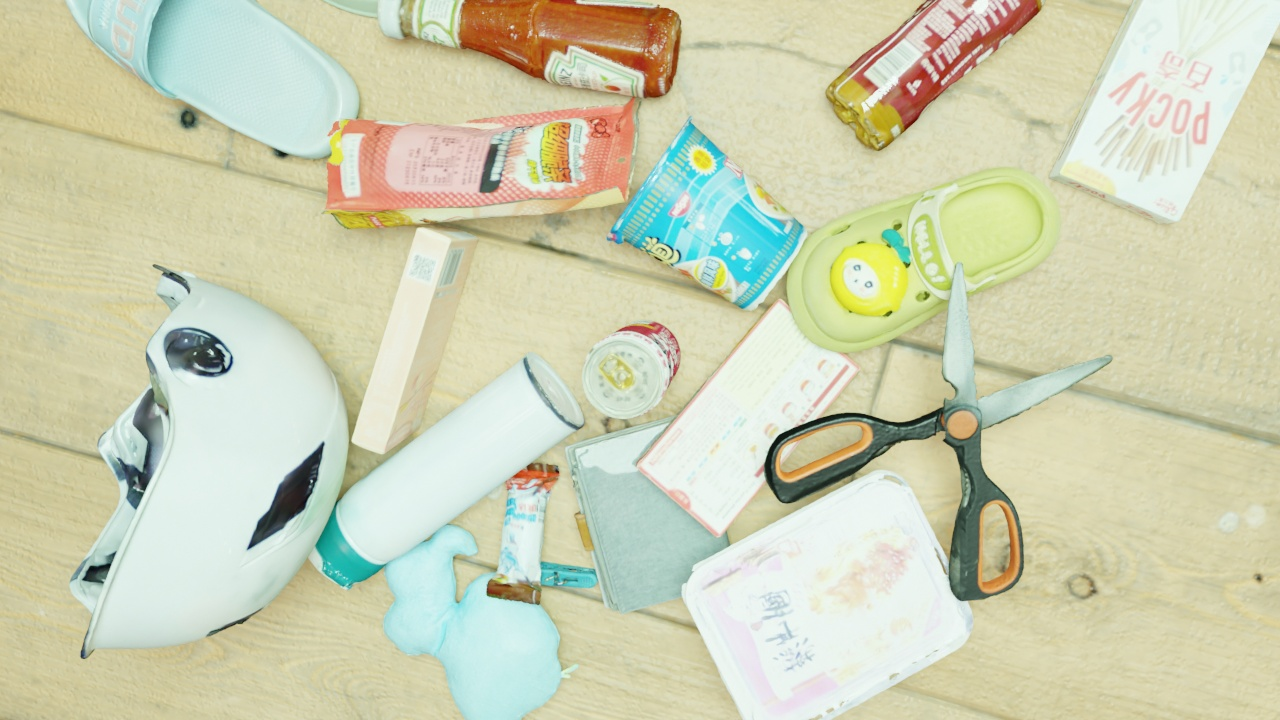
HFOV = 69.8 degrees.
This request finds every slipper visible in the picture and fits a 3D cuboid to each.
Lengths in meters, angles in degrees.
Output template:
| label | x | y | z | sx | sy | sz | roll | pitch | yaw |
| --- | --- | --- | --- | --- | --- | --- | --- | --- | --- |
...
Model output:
| label | x | y | z | sx | sy | sz | roll | pitch | yaw |
| --- | --- | --- | --- | --- | --- | --- | --- | --- | --- |
| slipper | -0.316 | -0.229 | 0.654 | 0.245 | 0.074 | 0.104 | 34 | 101 | 0 |
| slipper | 0.188 | -0.074 | 0.604 | 0.190 | 0.081 | 0.091 | -23 | 82 | 3 |

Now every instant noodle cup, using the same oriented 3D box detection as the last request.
| label | x | y | z | sx | sy | sz | roll | pitch | yaw |
| --- | --- | --- | --- | --- | --- | --- | --- | --- | --- |
| instant noodle cup | 0.049 | -0.092 | 0.622 | 0.110 | 0.099 | 0.099 | 35 | 100 | -7 |
| instant noodle cup | 0.126 | 0.167 | 0.643 | 0.173 | 0.060 | 0.138 | -27 | 93 | -3 |

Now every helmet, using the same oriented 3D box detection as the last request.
| label | x | y | z | sx | sy | sz | roll | pitch | yaw |
| --- | --- | --- | --- | --- | --- | --- | --- | --- | --- |
| helmet | -0.279 | 0.075 | 0.620 | 0.145 | 0.258 | 0.229 | 14 | 119 | -32 |

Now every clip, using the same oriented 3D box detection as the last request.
| label | x | y | z | sx | sy | sz | roll | pitch | yaw |
| --- | --- | --- | --- | --- | --- | --- | --- | --- | --- |
| clip | -0.059 | 0.164 | 0.698 | 0.057 | 0.046 | 0.014 | 4 | 95 | 3 |

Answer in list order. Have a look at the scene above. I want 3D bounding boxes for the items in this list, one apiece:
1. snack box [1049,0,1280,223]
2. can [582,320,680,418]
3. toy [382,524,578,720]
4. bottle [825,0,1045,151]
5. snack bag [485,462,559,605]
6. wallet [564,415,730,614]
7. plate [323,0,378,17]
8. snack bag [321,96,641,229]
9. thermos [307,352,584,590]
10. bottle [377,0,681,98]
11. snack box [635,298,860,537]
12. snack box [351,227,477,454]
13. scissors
| label | x | y | z | sx | sy | sz | roll | pitch | yaw |
| --- | --- | --- | --- | --- | --- | --- | --- | --- | --- |
| snack box | 0.346 | -0.178 | 0.603 | 0.085 | 0.027 | 0.157 | 23 | 98 | 3 |
| can | -0.004 | 0.004 | 0.614 | 0.053 | 0.132 | 0.053 | 1 | 97 | 6 |
| toy | -0.124 | 0.208 | 0.698 | 0.156 | 0.049 | 0.161 | 2 | 88 | 13 |
| bottle | 0.205 | -0.216 | 0.599 | 0.175 | 0.057 | 0.057 | -41 | 91 | 10 |
| snack bag | -0.088 | 0.126 | 0.683 | 0.048 | 0.026 | 0.104 | 4 | 73 | 17 |
| wallet | 0.006 | 0.113 | 0.677 | 0.106 | 0.037 | 0.130 | -15 | 96 | -2 |
| plate | -0.178 | -0.362 | 0.644 | 0.230 | 0.027 | 0.230 | 1 | 98 | 7 |
| snack bag | -0.105 | -0.136 | 0.626 | 0.208 | 0.128 | 0.073 | -2 | 132 | 10 |
| thermos | -0.150 | 0.084 | 0.676 | 0.224 | 0.073 | 0.073 | -36 | 92 | 9 |
| bottle | -0.076 | -0.224 | 0.629 | 0.206 | 0.059 | 0.060 | 10 | 98 | 3 |
| snack box | 0.075 | 0.040 | 0.646 | 0.077 | 0.027 | 0.155 | 41 | 86 | 0 |
| snack box | -0.159 | -0.017 | 0.656 | 0.026 | 0.084 | 0.157 | 20 | 99 | 0 |
| scissors | 0.189 | 0.052 | 0.588 | 0.221 | 0.021 | 0.230 | -7 | 104 | 3 |
